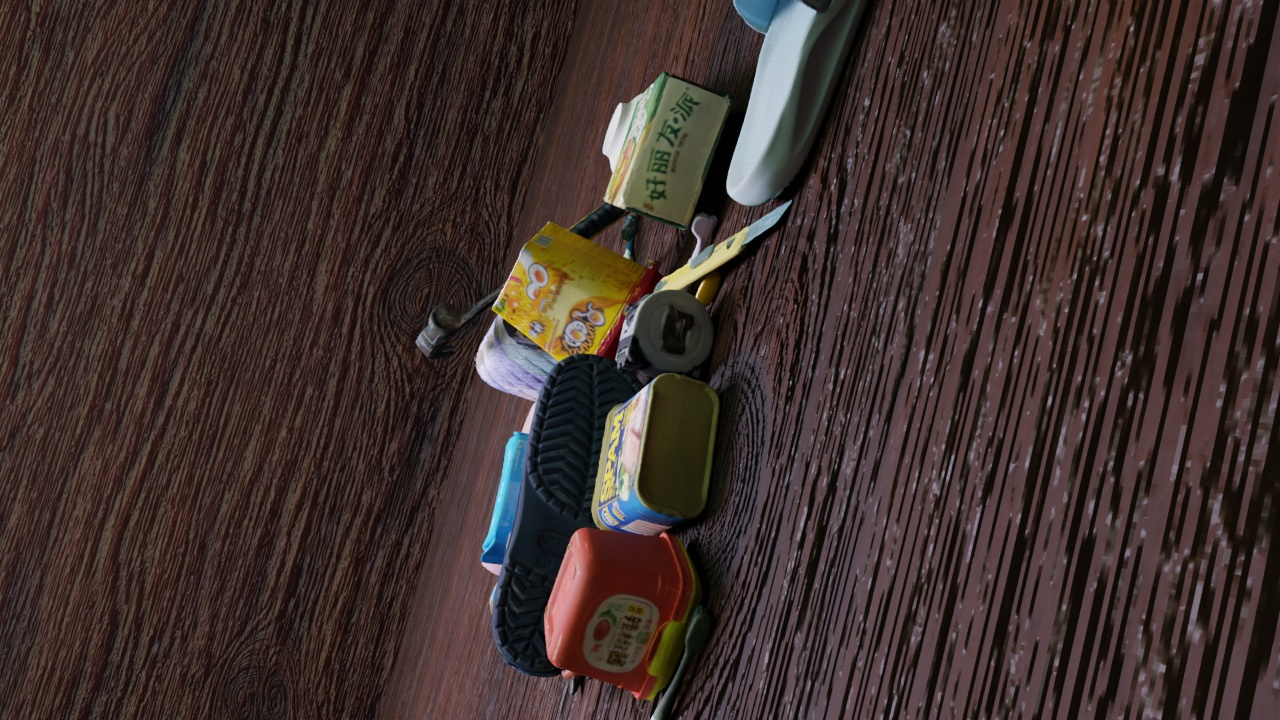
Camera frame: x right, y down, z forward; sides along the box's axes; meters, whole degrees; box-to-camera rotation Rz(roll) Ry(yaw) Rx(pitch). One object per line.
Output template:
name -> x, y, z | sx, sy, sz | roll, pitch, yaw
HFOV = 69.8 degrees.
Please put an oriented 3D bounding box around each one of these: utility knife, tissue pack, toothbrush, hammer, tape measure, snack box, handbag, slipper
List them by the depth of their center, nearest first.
toothbrush -> 0.007, 0.228, 0.560 | 0.017, 0.012, 0.186 | -96, 25, -71
snack box -> -0.014, 0.155, 0.581 | 0.082, 0.080, 0.091 | -115, 43, -71
slipper -> 0.095, -0.224, 0.597 | 0.104, 0.074, 0.245 | -125, 51, -74
tape measure -> 0.019, -0.018, 0.675 | 0.034, 0.065, 0.066 | 156, 127, -67
utility knife -> 0.055, -0.075, 0.682 | 0.199, 0.021, 0.030 | -19, 41, 59
slipper -> -0.047, 0.122, 0.730 | 0.095, 0.105, 0.252 | 92, -170, -71
toothbrush -> 0.023, 0.006, 0.742 | 0.018, 0.016, 0.192 | -75, 9, -58
toothbrush -> 0.022, -0.038, 0.785 | 0.021, 0.029, 0.189 | 37, 119, 28
snack box -> 0.018, -0.187, 0.840 | 0.240, 0.063, 0.114 | -112, 41, -78
toothbrush -> -0.014, -0.092, 0.898 | 0.018, 0.016, 0.192 | -58, -7, -18
tissue pack -> -0.100, 0.142, 0.913 | 0.063, 0.090, 0.139 | 126, 156, -58
hammer -> -0.115, -0.103, 1.003 | 0.322, 0.032, 0.126 | -41, 2, -31
handbag -> -0.104, -0.011, 1.010 | 0.194, 0.134, 0.075 | 141, 143, -65

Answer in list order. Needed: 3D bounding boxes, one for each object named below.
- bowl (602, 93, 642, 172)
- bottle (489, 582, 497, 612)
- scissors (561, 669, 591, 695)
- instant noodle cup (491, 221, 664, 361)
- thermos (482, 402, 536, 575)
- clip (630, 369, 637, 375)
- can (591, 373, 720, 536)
bowl -> -0.002, -0.245, 1.014 | 0.116, 0.066, 0.116 | -164, 91, -76
bottle -> -0.074, 0.143, 0.838 | 0.065, 0.065, 0.218 | 120, 171, -45
scissors -> -0.031, 0.164, 0.778 | 0.197, 0.015, 0.205 | -111, 39, -70
instant noodle cup -> -0.056, -0.054, 0.825 | 0.116, 0.123, 0.115 | -57, 3, 30
thermos -> -0.120, 0.147, 1.056 | 0.087, 0.067, 0.198 | 6, -79, -74
clip -> -0.005, 0.005, 0.851 | 0.026, 0.041, 0.058 | -94, 25, -58
can -> 0.011, 0.067, 0.634 | 0.083, 0.057, 0.102 | 137, 146, -61
